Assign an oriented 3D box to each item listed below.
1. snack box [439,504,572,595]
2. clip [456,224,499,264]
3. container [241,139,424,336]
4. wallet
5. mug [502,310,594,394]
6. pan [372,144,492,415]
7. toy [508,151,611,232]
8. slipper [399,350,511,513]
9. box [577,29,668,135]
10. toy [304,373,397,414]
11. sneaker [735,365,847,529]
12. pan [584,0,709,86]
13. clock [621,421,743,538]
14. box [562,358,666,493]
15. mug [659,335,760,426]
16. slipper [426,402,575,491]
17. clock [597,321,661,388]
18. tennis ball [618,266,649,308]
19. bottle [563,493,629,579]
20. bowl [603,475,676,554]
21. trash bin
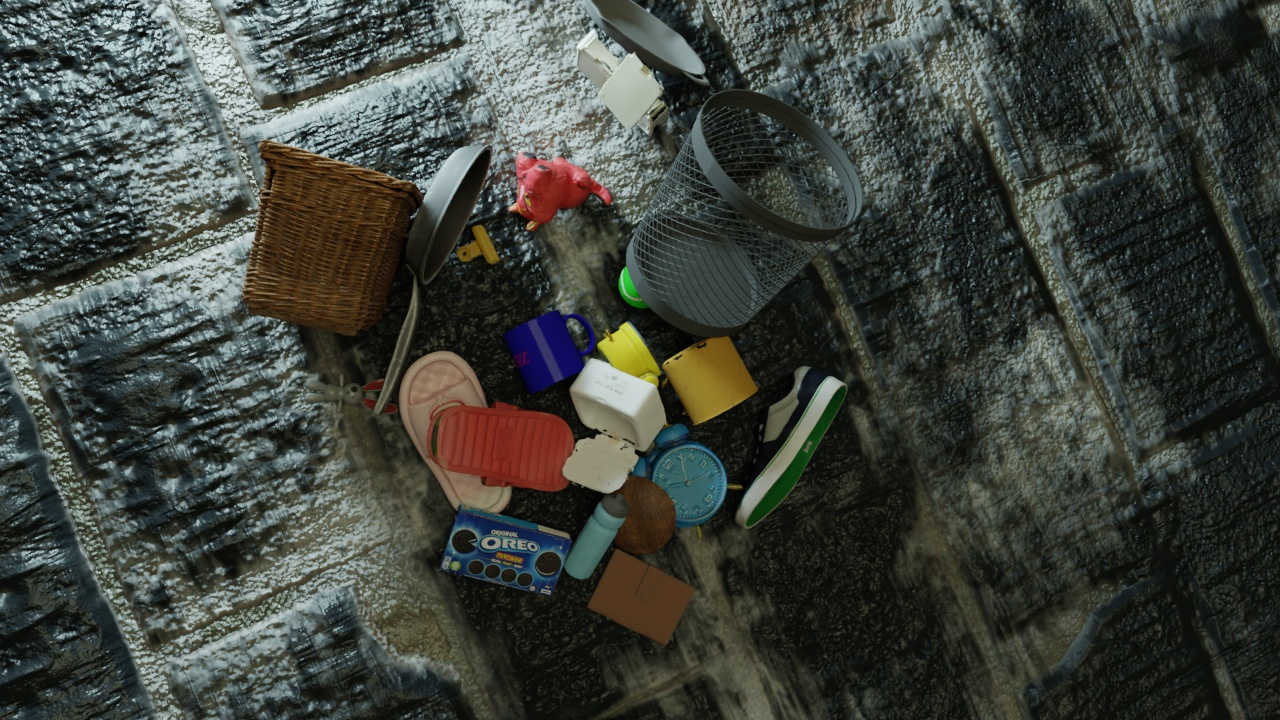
[{"bbox_3d":[-0.169,0.240,1.158,0.150,0.027,0.082,17,101,-15],"label":"snack box"},{"bbox_3d":[-0.213,-0.146,1.195,0.049,0.045,0.054,-27,93,-37],"label":"clip"},{"bbox_3d":[-0.355,-0.131,1.066,0.162,0.250,0.183,14,92,-10],"label":"container"},{"bbox_3d":[0.001,0.312,1.210,0.121,0.013,0.087,28,85,-8],"label":"wallet"},{"bbox_3d":[-0.110,-0.017,1.183,0.111,0.079,0.083,-25,91,-24],"label":"mug"},{"bbox_3d":[-0.264,-0.102,1.118,0.055,0.187,0.357,26,94,-5],"label":"pan"},{"bbox_3d":[-0.107,-0.217,1.215,0.132,0.088,0.094,5,118,-30],"label":"toy"},{"bbox_3d":[-0.232,0.097,1.158,0.106,0.056,0.221,-23,94,-11],"label":"slipper"},{"bbox_3d":[-0.037,-0.350,1.171,0.143,0.186,0.070,45,91,-1],"label":"box"},{"bbox_3d":[-0.361,0.042,1.149,0.111,0.030,0.049,4,81,-15],"label":"toy"},{"bbox_3d":[0.183,0.115,1.239,0.079,0.084,0.235,31,88,28],"label":"sneaker"},{"bbox_3d":[-0.042,-0.470,1.213,0.354,0.216,0.024,47,119,13],"label":"pan"},{"bbox_3d":[0.045,0.151,1.208,0.161,0.060,0.116,40,80,-4],"label":"clock"},{"bbox_3d":[-0.048,0.093,1.152,0.109,0.121,0.136,25,62,25],"label":"box"},{"bbox_3d":[0.080,0.027,1.210,0.124,0.100,0.094,-29,90,16],"label":"mug"},{"bbox_3d":[-0.171,0.103,1.119,0.248,0.059,0.103,21,76,-51],"label":"slipper"},{"bbox_3d":[-0.007,0.007,1.197,0.057,0.083,0.118,-33,90,-7],"label":"clock"},{"bbox_3d":[0.004,-0.102,1.216,0.065,0.065,0.065,1,85,-12],"label":"tennis ball"},{"bbox_3d":[-0.054,0.219,1.161,0.040,0.040,0.130,27,114,-8],"label":"bottle"},{"bbox_3d":[-0.009,0.204,1.175,0.102,0.026,0.114,32,118,11],"label":"bowl"},{"bbox_3d":[0.114,-0.170,1.128,0.217,0.228,0.217,16,49,-20],"label":"trash bin"}]
